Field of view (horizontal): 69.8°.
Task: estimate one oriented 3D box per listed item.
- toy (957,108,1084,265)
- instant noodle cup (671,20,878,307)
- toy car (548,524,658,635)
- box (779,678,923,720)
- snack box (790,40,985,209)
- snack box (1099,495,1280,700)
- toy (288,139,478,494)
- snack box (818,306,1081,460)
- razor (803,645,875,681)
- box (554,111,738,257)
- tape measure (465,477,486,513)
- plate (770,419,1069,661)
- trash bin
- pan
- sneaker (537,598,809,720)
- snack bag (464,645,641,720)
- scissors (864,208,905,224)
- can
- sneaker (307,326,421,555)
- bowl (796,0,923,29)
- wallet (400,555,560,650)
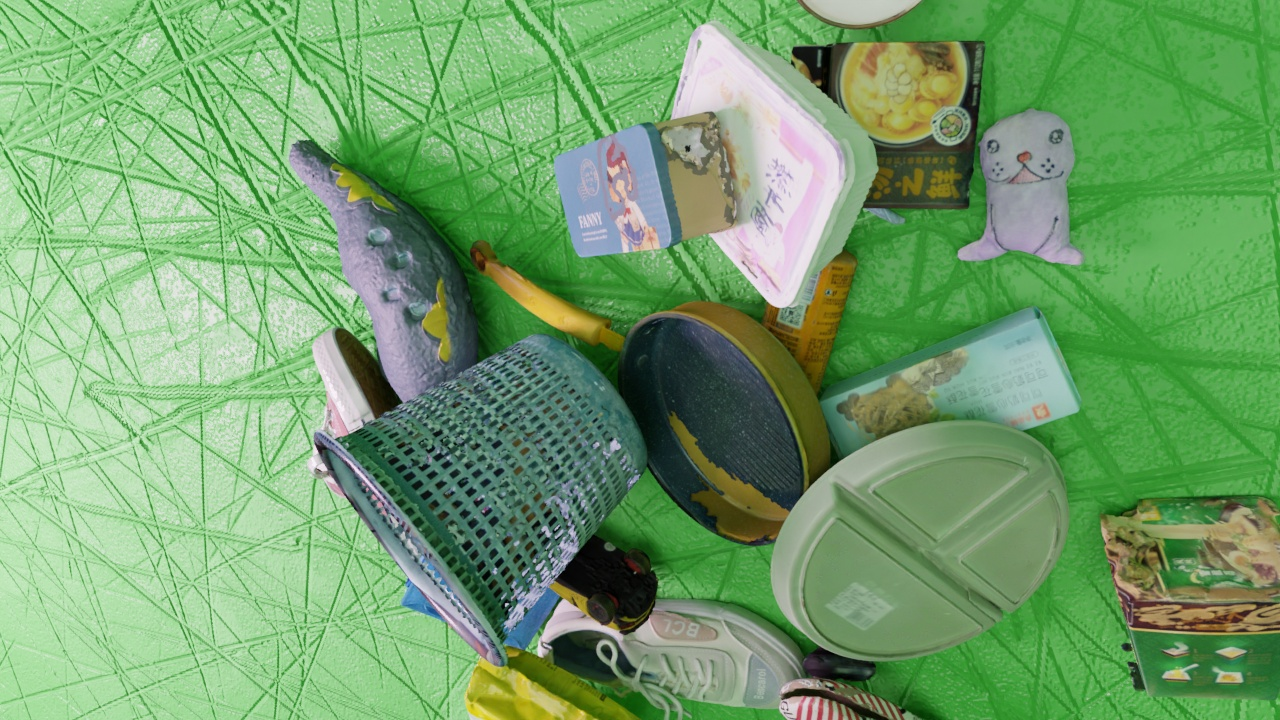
[{"bbox_3d":[0.268,-0.121,0.644,0.084,0.038,0.108,2,106,24],"label":"toy"},{"bbox_3d":[0.091,-0.139,0.636,0.173,0.060,0.138,53,146,31],"label":"instant noodle cup"},{"bbox_3d":[-0.056,0.181,0.814,0.156,0.071,0.041,27,133,20],"label":"toy car"},{"bbox_3d":[0.185,0.297,0.754,0.164,0.060,0.072,34,159,-22],"label":"box"},{"bbox_3d":[0.170,-0.167,0.652,0.126,0.053,0.113,0,108,4],"label":"snack box"},{"bbox_3d":[0.394,0.171,0.643,0.118,0.118,0.106,-6,114,22],"label":"snack box"},{"bbox_3d":[-0.208,-0.042,0.814,0.138,0.091,0.356,-16,96,35],"label":"toy"},{"bbox_3d":[0.228,0.028,0.690,0.175,0.051,0.074,-24,94,24],"label":"snack box"},{"bbox_3d":[0.146,0.188,0.759,0.062,0.067,0.167,-13,93,40],"label":"razor"},{"bbox_3d":[-0.004,-0.127,0.687,0.185,0.062,0.090,1,107,62],"label":"box"},{"bbox_3d":[-0.132,0.116,0.853,0.057,0.039,0.058,-42,92,21],"label":"tape measure"},{"bbox_3d":[0.210,0.142,0.675,0.230,0.027,0.231,-5,122,-8],"label":"plate"},{"bbox_3d":[-0.109,0.091,0.730,0.226,0.194,0.227,41,154,24],"label":"trash bin"},{"bbox_3d":[-0.004,0.004,0.735,0.357,0.078,0.198,45,142,24],"label":"pan"},{"bbox_3d":[0.024,0.263,0.806,0.242,0.090,0.089,7,107,18],"label":"sneaker"},{"bbox_3d":[-0.071,0.341,0.824,0.158,0.068,0.247,27,148,12],"label":"snack bag"},{"bbox_3d":[0.144,-0.141,0.698,0.133,0.017,0.134,30,112,6],"label":"scissors"},{"bbox_3d":[0.121,-0.018,0.711,0.058,0.058,0.146,19,112,15],"label":"can"},{"bbox_3d":[-0.264,0.090,0.863,0.088,0.118,0.241,-20,102,3],"label":"sneaker"},{"bbox_3d":[0.156,-0.285,0.630,0.113,0.062,0.113,5,106,18],"label":"bowl"},{"bbox_3d":[-0.144,0.209,0.857,0.133,0.040,0.106,27,110,-16],"label":"wallet"}]
